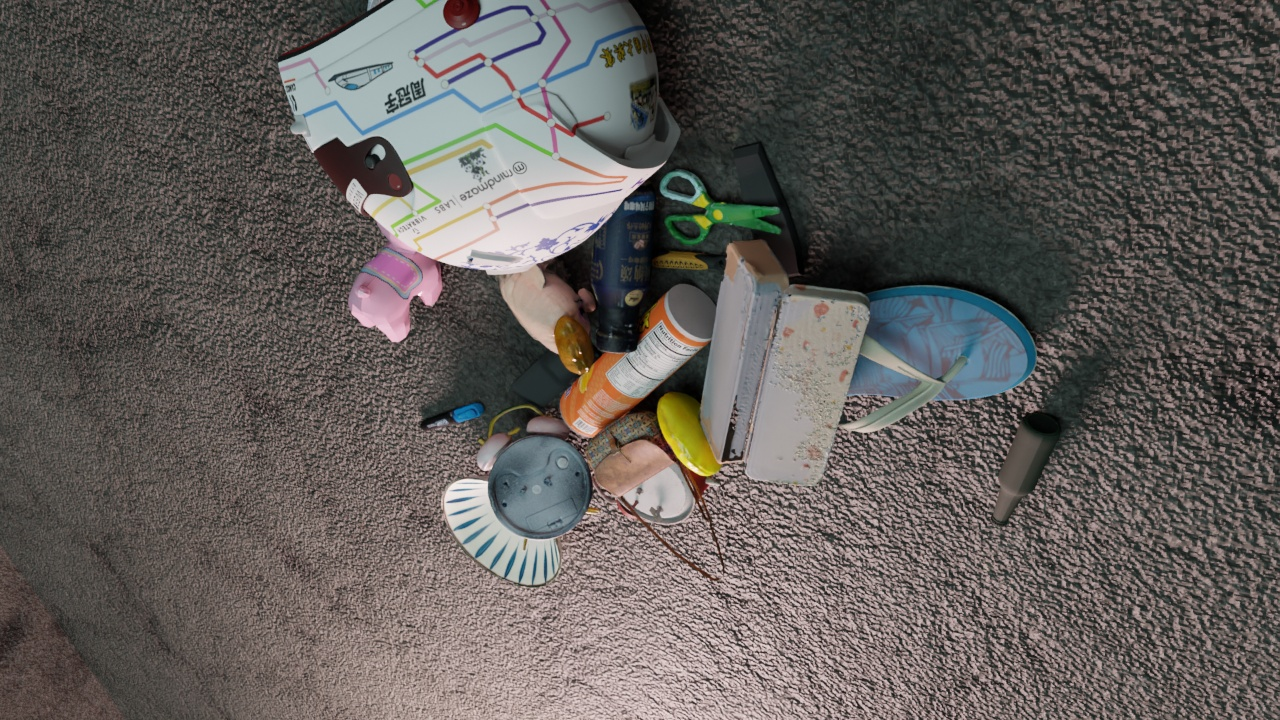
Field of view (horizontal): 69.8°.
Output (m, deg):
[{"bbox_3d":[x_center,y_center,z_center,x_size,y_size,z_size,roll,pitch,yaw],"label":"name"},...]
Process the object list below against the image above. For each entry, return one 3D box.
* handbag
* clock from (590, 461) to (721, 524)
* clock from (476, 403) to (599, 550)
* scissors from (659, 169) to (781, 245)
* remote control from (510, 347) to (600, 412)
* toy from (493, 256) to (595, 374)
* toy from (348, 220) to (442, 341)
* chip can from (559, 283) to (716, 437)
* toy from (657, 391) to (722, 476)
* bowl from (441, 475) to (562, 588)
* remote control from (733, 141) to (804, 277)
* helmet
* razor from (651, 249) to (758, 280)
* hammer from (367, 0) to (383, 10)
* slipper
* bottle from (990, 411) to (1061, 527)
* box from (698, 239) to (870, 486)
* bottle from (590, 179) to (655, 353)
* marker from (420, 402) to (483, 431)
[{"bbox_3d":[0.022,0.148,0.945,0.094,0.043,0.195,-36,86,27],"label":"handbag"},{"bbox_3d":[0.002,0.132,1.020,0.157,0.061,0.110,-21,109,41],"label":"clock"},{"bbox_3d":[-0.122,0.127,1.051,0.059,0.116,0.158,148,98,-82],"label":"clock"},{"bbox_3d":[0.069,-0.140,0.806,0.132,0.013,0.078,3,122,41],"label":"scissors"},{"bbox_3d":[-0.099,0.015,1.027,0.045,0.021,0.141,47,135,-4],"label":"remote control"},{"bbox_3d":[-0.084,-0.051,0.901,0.176,0.076,0.133,54,176,42],"label":"toy"},{"bbox_3d":[-0.262,-0.102,0.986,0.067,0.123,0.158,28,148,12],"label":"toy"},{"bbox_3d":[-0.006,0.005,0.932,0.062,0.062,0.211,44,134,-3],"label":"chip can"},{"bbox_3d":[0.051,0.073,0.928,0.041,0.094,0.095,-37,76,21],"label":"toy"},{"bbox_3d":[-0.160,0.198,1.163,0.177,0.070,0.178,17,130,21],"label":"bowl"},{"bbox_3d":[0.110,-0.128,0.799,0.039,0.010,0.125,-5,118,35],"label":"remote control"},{"bbox_3d":[-0.129,-0.189,0.750,0.315,0.230,0.236,-12,108,31],"label":"helmet"},{"bbox_3d":[0.042,-0.092,0.860,0.144,0.021,0.044,8,144,26],"label":"razor"},{"bbox_3d":[-0.214,-0.360,0.818,0.140,0.036,0.327,35,134,8],"label":"hammer"},{"bbox_3d":[0.189,0.004,0.813,0.296,0.060,0.118,-11,111,38],"label":"slipper"},{"bbox_3d":[0.334,0.101,0.809,0.033,0.032,0.123,20,131,19],"label":"bottle"},{"bbox_3d":[0.123,0.007,0.815,0.121,0.094,0.218,-117,25,-46],"label":"box"},{"bbox_3d":[-0.018,-0.087,0.848,0.056,0.056,0.161,12,107,25],"label":"bottle"},{"bbox_3d":[-0.241,0.073,1.162,0.123,0.015,0.018,-17,112,41],"label":"marker"}]
